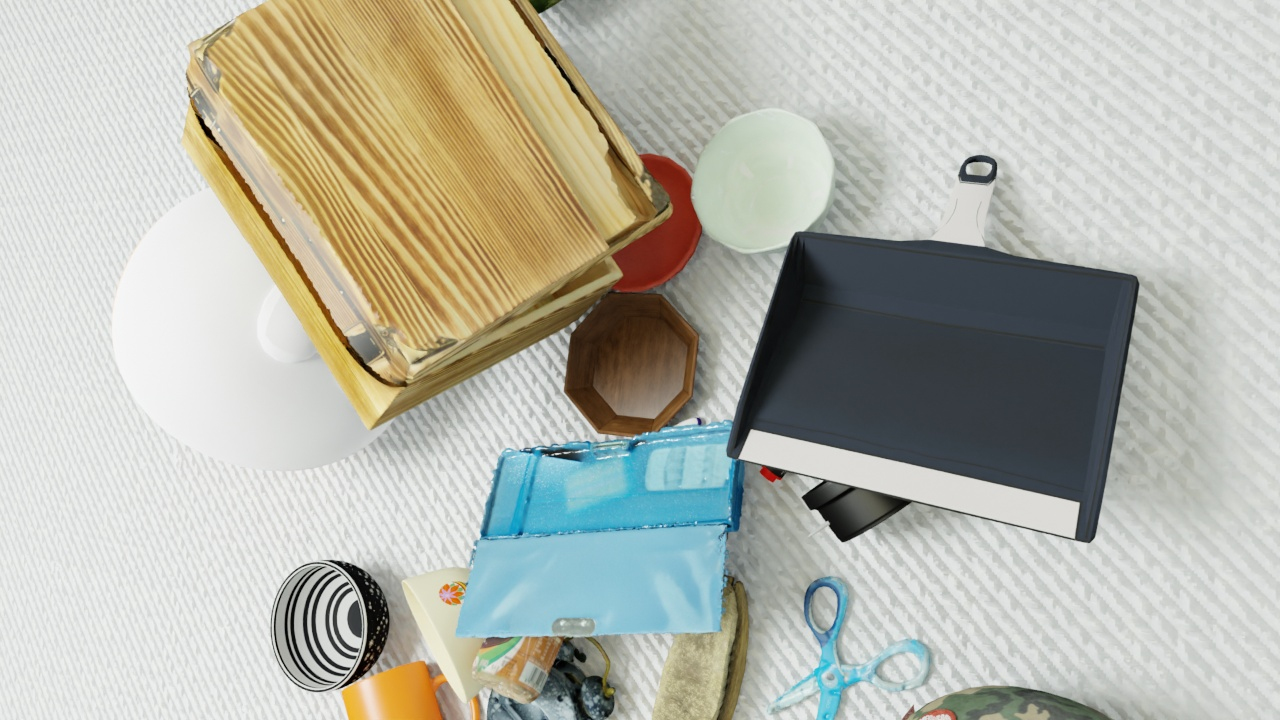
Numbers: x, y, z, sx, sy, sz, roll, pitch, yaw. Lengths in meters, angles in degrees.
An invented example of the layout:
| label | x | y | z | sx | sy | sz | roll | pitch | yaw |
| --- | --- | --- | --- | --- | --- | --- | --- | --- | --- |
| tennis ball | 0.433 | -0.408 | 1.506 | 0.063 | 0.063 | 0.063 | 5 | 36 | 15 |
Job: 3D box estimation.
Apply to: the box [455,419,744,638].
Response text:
| label | x | y | z | sx | sy | sz | roll | pitch | yaw |
| --- | --- | --- | --- | --- | --- | --- | --- | --- | --- |
| box | -0.033 | 0.137 | 0.727 | 0.232 | 0.033 | 0.174 | -8 | 50 | 26 |

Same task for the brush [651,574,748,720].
| label | x | y | z | sx | sy | sz | roll | pitch | yaw |
| --- | --- | --- | --- | --- | --- | --- | --- | --- | --- |
| brush | 0.043 | 0.266 | 0.727 | 0.059 | 0.043 | 0.195 | 16 | 91 | 28 |

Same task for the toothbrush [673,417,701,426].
| label | x | y | z | sx | sy | sz | roll | pitch | yaw |
| --- | --- | --- | --- | --- | --- | --- | --- | --- | --- |
| toothbrush | -0.026 | 0.096 | 0.800 | 0.187 | 0.016 | 0.015 | -32 | 68 | 20 |

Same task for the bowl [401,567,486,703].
| label | x | y | z | sx | sy | sz | roll | pitch | yaw |
| --- | --- | --- | --- | --- | --- | --- | --- | --- | --- |
| bowl | -0.148 | 0.227 | 0.805 | 0.073 | 0.118 | 0.118 | -26 | 66 | -24 |

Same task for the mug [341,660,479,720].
| label | x | y | z | sx | sy | sz | roll | pitch | yaw |
| --- | --- | --- | --- | --- | --- | --- | --- | --- | --- |
| mug | -0.202 | 0.326 | 0.831 | 0.112 | 0.078 | 0.096 | -20 | 72 | -6 |

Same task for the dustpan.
| label | x | y | z | sx | sy | sz | roll | pitch | yaw |
| --- | --- | --- | --- | --- | --- | --- | --- | --- | --- |
| dustpan | 0.211 | -0.034 | 0.642 | 0.236 | 0.080 | 0.272 | 11 | 50 | 23 |

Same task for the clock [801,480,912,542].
| label | x | y | z | sx | sy | sz | roll | pitch | yaw |
| --- | --- | --- | --- | --- | --- | --- | --- | --- | --- |
| clock | 0.175 | 0.086 | 0.661 | 0.121 | 0.091 | 0.042 | -38 | 79 | 22 |

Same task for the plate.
| label | x | y | z | sx | sy | sz | roll | pitch | yaw |
| --- | --- | --- | --- | --- | --- | --- | --- | --- | --- |
| plate | -0.004 | 0.005 | 0.796 | 0.131 | 0.025 | 0.131 | -4 | 81 | 26 |

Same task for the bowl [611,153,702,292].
| label | x | y | z | sx | sy | sz | roll | pitch | yaw |
| --- | --- | --- | --- | --- | --- | --- | --- | --- | --- |
| bowl | 0.004 | -0.117 | 0.803 | 0.122 | 0.035 | 0.122 | -4 | 81 | 26 |

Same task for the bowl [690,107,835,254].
| label | x | y | z | sx | sy | sz | roll | pitch | yaw |
| --- | --- | --- | --- | --- | --- | --- | --- | --- | --- |
| bowl | 0.105 | -0.138 | 0.741 | 0.118 | 0.061 | 0.117 | -4 | 82 | 26 |

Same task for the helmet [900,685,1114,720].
| label | x | y | z | sx | sy | sz | roll | pitch | yaw |
| --- | --- | --- | --- | --- | --- | --- | --- | --- | --- |
| helmet | 0.213 | 0.313 | 0.548 | 0.224 | 0.193 | 0.235 | 16 | 63 | 14 |

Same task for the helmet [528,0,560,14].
| label | x | y | z | sx | sy | sz | roll | pitch | yaw |
| --- | --- | --- | --- | --- | --- | --- | --- | --- | --- |
| helmet | -0.110 | -0.429 | 0.791 | 0.213 | 0.248 | 0.242 | 24 | 53 | 6 |

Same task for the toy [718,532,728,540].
| label | x | y | z | sx | sy | sz | roll | pitch | yaw |
| --- | --- | --- | --- | --- | --- | --- | --- | --- | --- |
| toy | 0.016 | 0.157 | 0.745 | 0.113 | 0.067 | 0.087 | -36 | 44 | 31 |

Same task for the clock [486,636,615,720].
| label | x | y | z | sx | sy | sz | roll | pitch | yaw |
| --- | --- | --- | --- | --- | --- | --- | --- | --- | --- |
| clock | -0.074 | 0.288 | 0.777 | 0.090 | 0.052 | 0.129 | 41 | 102 | 25 |

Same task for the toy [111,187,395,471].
| label | x | y | z | sx | sy | sz | roll | pitch | yaw |
| --- | --- | --- | --- | --- | --- | --- | --- | --- | --- |
| toy | -0.338 | -0.039 | 0.843 | 0.281 | 0.262 | 0.265 | 14 | 77 | 45 |

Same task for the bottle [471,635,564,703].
| label | x | y | z | sx | sy | sz | roll | pitch | yaw |
| --- | --- | --- | --- | --- | --- | --- | --- | --- | --- |
| bottle | -0.080 | 0.195 | 0.764 | 0.059 | 0.059 | 0.166 | 9 | 59 | 27 |

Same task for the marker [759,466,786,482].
| label | x | y | z | sx | sy | sz | roll | pitch | yaw |
| --- | --- | --- | --- | --- | --- | --- | --- | --- | --- |
| marker | 0.142 | 0.035 | 0.722 | 0.023 | 0.021 | 0.145 | 43 | 102 | 32 |

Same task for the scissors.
| label | x | y | z | sx | sy | sz | roll | pitch | yaw |
| --- | --- | --- | --- | --- | --- | --- | --- | --- | --- |
| scissors | 0.144 | 0.228 | 0.701 | 0.137 | 0.012 | 0.127 | -36 | 70 | 19 |

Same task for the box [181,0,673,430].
| label | x | y | z | sx | sy | sz | roll | pitch | yaw |
| --- | --- | --- | --- | --- | --- | --- | --- | --- | --- |
| box | -0.168 | -0.137 | 0.685 | 0.279 | 0.257 | 0.221 | 57 | 142 | 2 |

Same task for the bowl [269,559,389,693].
| label | x | y | z | sx | sy | sz | roll | pitch | yaw |
| --- | --- | --- | --- | --- | --- | --- | --- | --- | --- |
| bowl | -0.286 | 0.251 | 0.879 | 0.120 | 0.066 | 0.120 | -4 | 81 | 26 |
